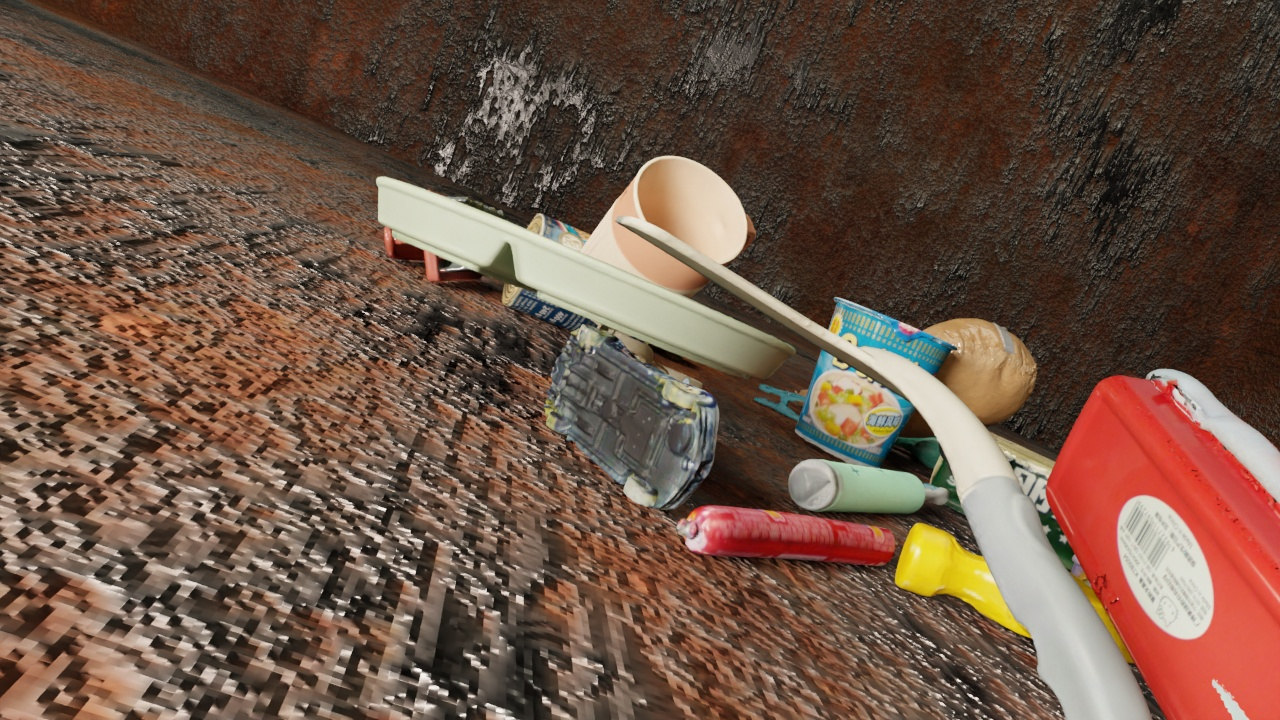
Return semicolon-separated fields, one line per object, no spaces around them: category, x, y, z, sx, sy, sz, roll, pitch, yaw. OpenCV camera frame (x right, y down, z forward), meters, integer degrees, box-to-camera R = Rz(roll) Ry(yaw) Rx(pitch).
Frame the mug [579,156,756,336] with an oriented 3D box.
mug;0.021;-0.075;0.628;0.114;0.106;0.081;-9;70;-34

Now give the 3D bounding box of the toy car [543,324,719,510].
toy car;-0.003;0.022;0.374;0.031;0.049;0.105;11;15;-38

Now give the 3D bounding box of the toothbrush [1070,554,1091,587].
toothbrush;0.252;0.135;0.513;0.029;0.021;0.189;61;21;15

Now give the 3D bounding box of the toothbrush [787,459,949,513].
toothbrush;0.147;0.077;0.545;0.027;0.026;0.224;26;7;36

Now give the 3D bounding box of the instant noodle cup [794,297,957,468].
instant noodle cup;0.170;0.020;0.698;0.099;0.110;0.099;23;7;-3

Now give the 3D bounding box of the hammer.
hammer;0.200;0.083;0.512;0.129;0.033;0.300;20;12;8

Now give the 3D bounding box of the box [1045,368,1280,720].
box;0.218;0.078;0.325;0.068;0.091;0.200;12;27;-1

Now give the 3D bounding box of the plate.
plate;-0.030;-0.038;0.478;0.230;0.027;0.230;22;2;-1

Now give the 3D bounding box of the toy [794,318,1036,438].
toy;0.241;0.029;0.825;0.143;0.082;0.227;25;-30;-24

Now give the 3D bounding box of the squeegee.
squeegee;0.119;0.048;0.334;0.246;0.039;0.246;28;24;-28

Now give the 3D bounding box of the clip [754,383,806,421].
clip;0.125;0.036;0.785;0.056;0.041;0.014;23;5;9

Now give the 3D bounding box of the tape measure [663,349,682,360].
tape measure;0.033;-0.017;0.835;0.060;0.029;0.057;25;7;4

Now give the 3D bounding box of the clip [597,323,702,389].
clip;-0.007;0.001;0.567;0.064;0.034;0.098;28;5;27

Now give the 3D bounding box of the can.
can;-0.042;-0.057;0.699;0.111;0.075;0.075;21;8;-20

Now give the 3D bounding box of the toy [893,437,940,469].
toy;0.276;0.086;0.896;0.096;0.030;0.092;16;4;-6

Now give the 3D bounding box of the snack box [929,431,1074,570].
snack box;0.343;0.127;0.684;0.240;0.063;0.114;28;9;25

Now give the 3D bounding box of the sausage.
sausage;0.064;0.071;0.365;0.155;0.020;0.020;17;11;-47

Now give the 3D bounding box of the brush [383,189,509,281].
brush;-0.143;-0.091;0.700;0.069;0.063;0.145;-4;4;6
